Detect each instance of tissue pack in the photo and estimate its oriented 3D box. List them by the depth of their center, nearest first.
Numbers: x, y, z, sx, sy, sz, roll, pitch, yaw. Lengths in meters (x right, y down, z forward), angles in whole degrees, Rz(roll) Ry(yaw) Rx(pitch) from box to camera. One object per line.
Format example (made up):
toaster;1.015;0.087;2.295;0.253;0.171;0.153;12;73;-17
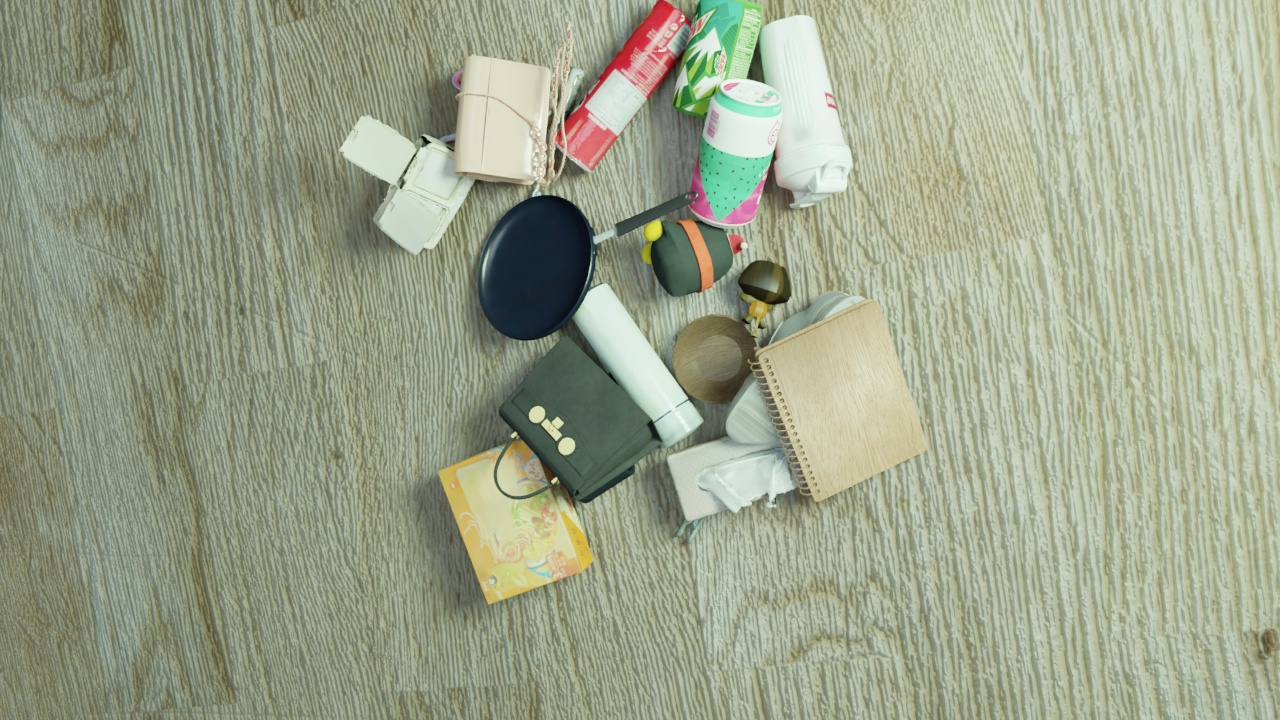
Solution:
tissue pack;0.132;0.142;1.173;0.181;0.071;0.104;-17;88;1

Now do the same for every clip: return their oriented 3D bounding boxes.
clip;0.075;0.208;1.224;0.047;0.023;0.076;30;97;12

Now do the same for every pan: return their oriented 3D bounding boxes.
pan;-0.075;-0.146;1.187;0.357;0.021;0.198;-20;70;30

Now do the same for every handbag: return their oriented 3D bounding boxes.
handbag;-0.166;-0.325;1.159;0.116;0.187;0.198;6;91;-20
handbag;-0.107;0.099;1.174;0.195;0.072;0.176;-41;60;-10

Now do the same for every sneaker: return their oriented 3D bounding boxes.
sneaker;0.190;0.004;1.153;0.236;0.089;0.099;-45;110;4

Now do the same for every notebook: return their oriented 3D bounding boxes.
notebook;0.241;0.053;1.115;0.169;0.022;0.210;-25;108;-3

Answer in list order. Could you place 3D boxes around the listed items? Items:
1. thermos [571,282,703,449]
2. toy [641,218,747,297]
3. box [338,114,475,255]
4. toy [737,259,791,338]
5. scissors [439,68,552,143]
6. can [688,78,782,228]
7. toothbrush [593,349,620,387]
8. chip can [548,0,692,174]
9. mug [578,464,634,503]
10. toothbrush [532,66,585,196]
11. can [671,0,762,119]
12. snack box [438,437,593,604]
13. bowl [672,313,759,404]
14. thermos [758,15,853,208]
thermos;-0.007;0.007;1.211;0.068;0.067;0.230;-36;85;13
toy;0.071;-0.136;1.175;0.119;0.098;0.099;-19;71;-9
box;-0.301;-0.217;1.195;0.101;0.194;0.144;44;108;39
toy;0.155;-0.077;1.171;0.076;0.063;0.100;20;81;-23
scissors;-0.211;-0.321;1.274;0.172;0.014;0.159;39;100;6
can;0.115;-0.250;1.121;0.088;0.088;0.166;21;128;12
toothbrush;-0.040;0.015;1.245;0.012;0.017;0.186;-32;85;10
chip can;-0.020;-0.357;1.194;0.073;0.073;0.233;41;100;9
mug;-0.066;0.128;1.235;0.077;0.071;0.105;-34;62;13
toothbrush;-0.116;-0.307;1.246;0.024;0.022;0.185;24;97;28
can;0.096;-0.377;1.143;0.083;0.082;0.144;20;111;12
snack box;-0.165;0.211;1.252;0.145;0.080;0.195;-22;87;13
bowl;0.102;-0.003;1.202;0.118;0.030;0.118;1;93;14
thermos;0.200;-0.307;1.132;0.099;0.099;0.220;-11;86;14
